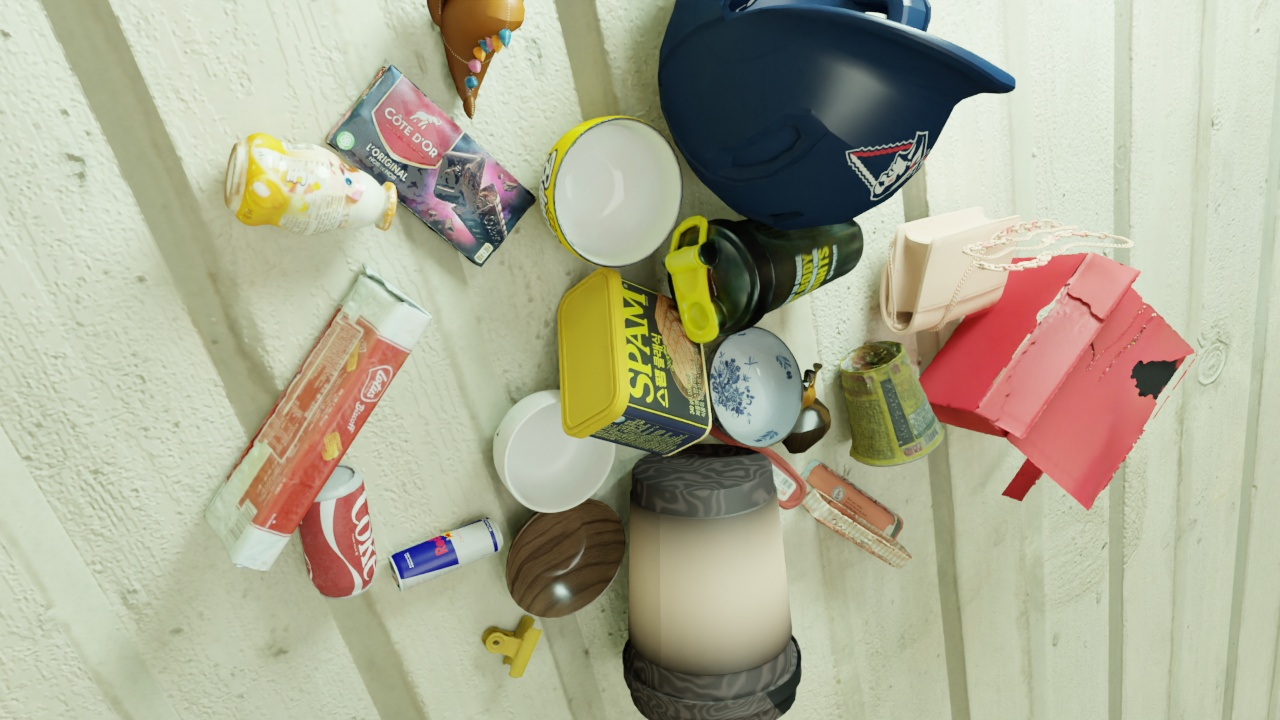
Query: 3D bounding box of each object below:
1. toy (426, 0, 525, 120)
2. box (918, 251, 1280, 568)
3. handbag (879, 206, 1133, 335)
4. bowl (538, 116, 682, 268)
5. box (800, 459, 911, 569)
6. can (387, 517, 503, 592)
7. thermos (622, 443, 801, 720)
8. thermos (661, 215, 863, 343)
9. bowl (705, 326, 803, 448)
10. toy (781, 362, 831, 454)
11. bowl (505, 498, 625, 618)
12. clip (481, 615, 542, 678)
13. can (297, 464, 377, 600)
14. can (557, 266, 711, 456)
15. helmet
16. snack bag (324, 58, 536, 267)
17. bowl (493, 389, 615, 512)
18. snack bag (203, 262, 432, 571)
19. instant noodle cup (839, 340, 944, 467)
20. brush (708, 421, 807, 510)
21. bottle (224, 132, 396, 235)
[{"bbox_3d":[-0.111,-0.224,0.648,0.070,0.090,0.103,-4,104,-30],"label":"toy"},{"bbox_3d":[0.467,0.021,0.888,0.211,0.410,0.107,-52,128,-7],"label":"box"},{"bbox_3d":[0.347,-0.071,0.913,0.198,0.187,0.117,-16,118,-33],"label":"handbag"},{"bbox_3d":[-0.031,-0.138,0.739,0.117,0.068,0.117,-11,112,-28],"label":"bowl"},{"bbox_3d":[0.245,0.176,1.023,0.187,0.054,0.078,33,56,-36],"label":"box"},{"bbox_3d":[-0.166,0.165,0.785,0.095,0.032,0.032,-19,115,-24],"label":"can"},{"bbox_3d":[0.063,0.205,0.862,0.172,0.173,0.226,-11,105,-28],"label":"thermos"},{"bbox_3d":[0.109,-0.087,0.800,0.220,0.098,0.098,-22,118,-44],"label":"thermos"},{"bbox_3d":[0.098,0.028,0.877,0.114,0.045,0.114,5,81,-31],"label":"bowl"},{"bbox_3d":[0.164,0.045,0.925,0.076,0.063,0.100,-50,151,-51],"label":"toy"},{"bbox_3d":[-0.074,0.175,0.844,0.119,0.032,0.119,-10,112,-28],"label":"bowl"},{"bbox_3d":[-0.122,0.263,0.857,0.048,0.045,0.054,25,95,10],"label":"clip"},{"bbox_3d":[-0.239,0.135,0.719,0.054,0.054,0.097,-14,113,-27],"label":"can"},{"bbox_3d":[-0.005,0.004,0.768,0.104,0.075,0.135,19,54,-37],"label":"can"},{"bbox_3d":[0.140,-0.209,0.695,0.231,0.273,0.223,1,99,-46],"label":"helmet"},{"bbox_3d":[-0.155,-0.144,0.696,0.155,0.018,0.074,40,85,-33],"label":"snack bag"},{"bbox_3d":[-0.079,0.073,0.793,0.104,0.054,0.105,-11,114,-27],"label":"bowl"},{"bbox_3d":[-0.238,0.041,0.674,0.041,0.077,0.225,36,86,-46],"label":"snack bag"},{"bbox_3d":[0.256,0.042,0.964,0.102,0.102,0.108,-29,111,-20],"label":"instant noodle cup"},{"bbox_3d":[0.102,0.089,0.922,0.172,0.030,0.041,43,85,-20],"label":"brush"},{"bbox_3d":[-0.226,-0.116,0.633,0.109,0.063,0.063,9,102,-31],"label":"bottle"}]
